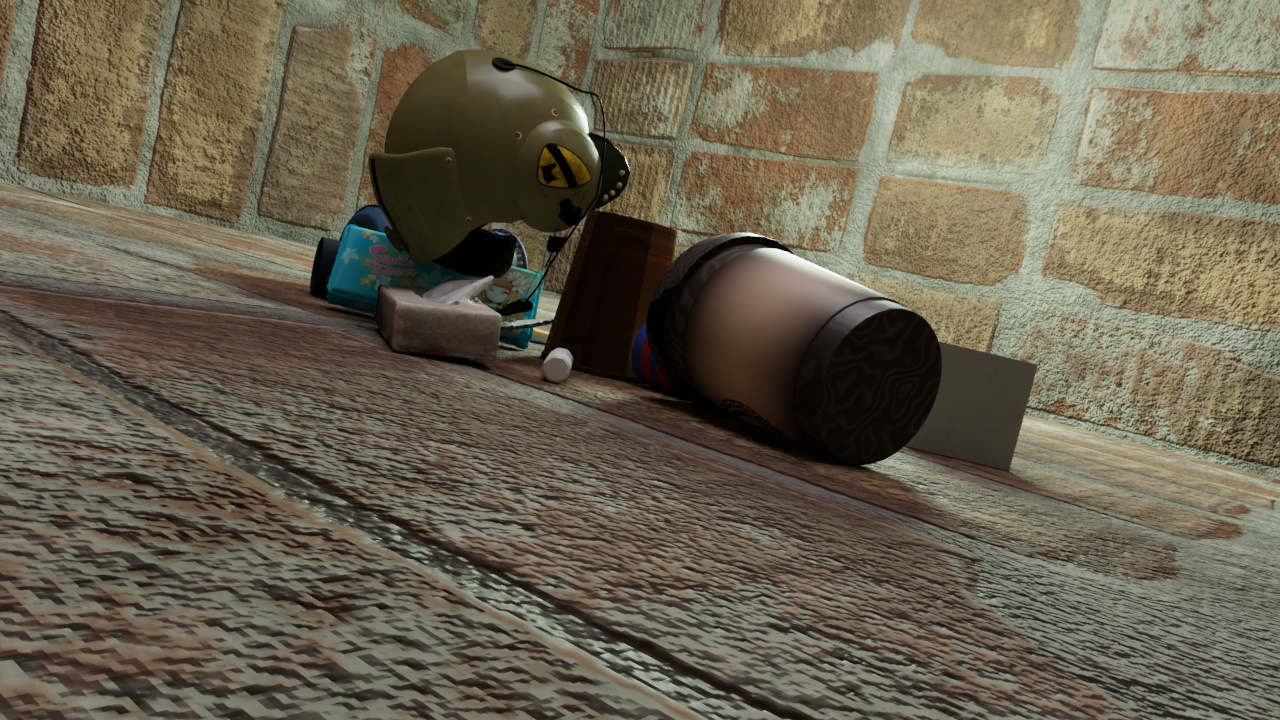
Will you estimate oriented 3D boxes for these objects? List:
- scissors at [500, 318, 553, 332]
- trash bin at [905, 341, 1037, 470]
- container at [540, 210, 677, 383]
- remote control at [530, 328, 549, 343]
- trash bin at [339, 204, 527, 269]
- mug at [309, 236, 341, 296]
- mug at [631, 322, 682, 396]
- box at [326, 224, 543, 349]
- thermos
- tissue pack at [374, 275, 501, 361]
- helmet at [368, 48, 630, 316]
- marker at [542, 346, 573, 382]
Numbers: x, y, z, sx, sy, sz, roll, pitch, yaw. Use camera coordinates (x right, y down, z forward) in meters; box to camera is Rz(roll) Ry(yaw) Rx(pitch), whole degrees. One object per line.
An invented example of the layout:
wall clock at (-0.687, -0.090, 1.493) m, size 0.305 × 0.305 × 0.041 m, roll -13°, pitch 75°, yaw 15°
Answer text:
scissors at (-0.163, -0.038, 0.990) m, size 0.090 × 0.014 × 0.171 m, roll 19°, pitch 23°, yaw 20°
trash bin at (0.348, 0.039, 1.068) m, size 0.114 × 0.114 × 0.228 m, roll 13°, pitch 4°, yaw 0°
container at (-0.027, -0.071, 1.009) m, size 0.132 × 0.167 × 0.132 m, roll 13°, pitch 4°, yaw -1°
remote control at (-0.147, -0.035, 1.193) m, size 0.125 × 0.018 × 0.038 m, roll 13°, pitch 4°, yaw -21°
trash bin at (-0.299, -0.140, 1.318) m, size 0.139 × 0.139 × 0.249 m, roll 17°, pitch 7°, yaw 37°
mug at (-0.357, -0.101, 1.125) m, size 0.077 × 0.071 × 0.105 m, roll 11°, pitch 26°, yaw -27°
mug at (0.052, 0.007, 0.961) m, size 0.076 × 0.074 × 0.112 m, roll 17°, pitch -21°, yaw 40°
box at (-0.229, -0.101, 1.062) m, size 0.227 × 0.084 × 0.172 m, roll 13°, pitch 32°, yaw -12°
thermos at (0.130, -0.011, 0.797) m, size 0.172 × 0.173 × 0.226 m, roll 10°, pitch 11°, yaw -32°
tissue pack at (-0.187, -0.047, 0.853) m, size 0.103 × 0.071 × 0.181 m, roll 4°, pitch 6°, yaw -20°
helmet at (-0.162, -0.188, 0.961) m, size 0.232 × 0.256 × 0.250 m, roll 13°, pitch 5°, yaw -29°
marker at (-0.076, 0.002, 0.862) m, size 0.025 × 0.025 × 0.126 m, roll 13°, pitch 4°, yaw -4°
